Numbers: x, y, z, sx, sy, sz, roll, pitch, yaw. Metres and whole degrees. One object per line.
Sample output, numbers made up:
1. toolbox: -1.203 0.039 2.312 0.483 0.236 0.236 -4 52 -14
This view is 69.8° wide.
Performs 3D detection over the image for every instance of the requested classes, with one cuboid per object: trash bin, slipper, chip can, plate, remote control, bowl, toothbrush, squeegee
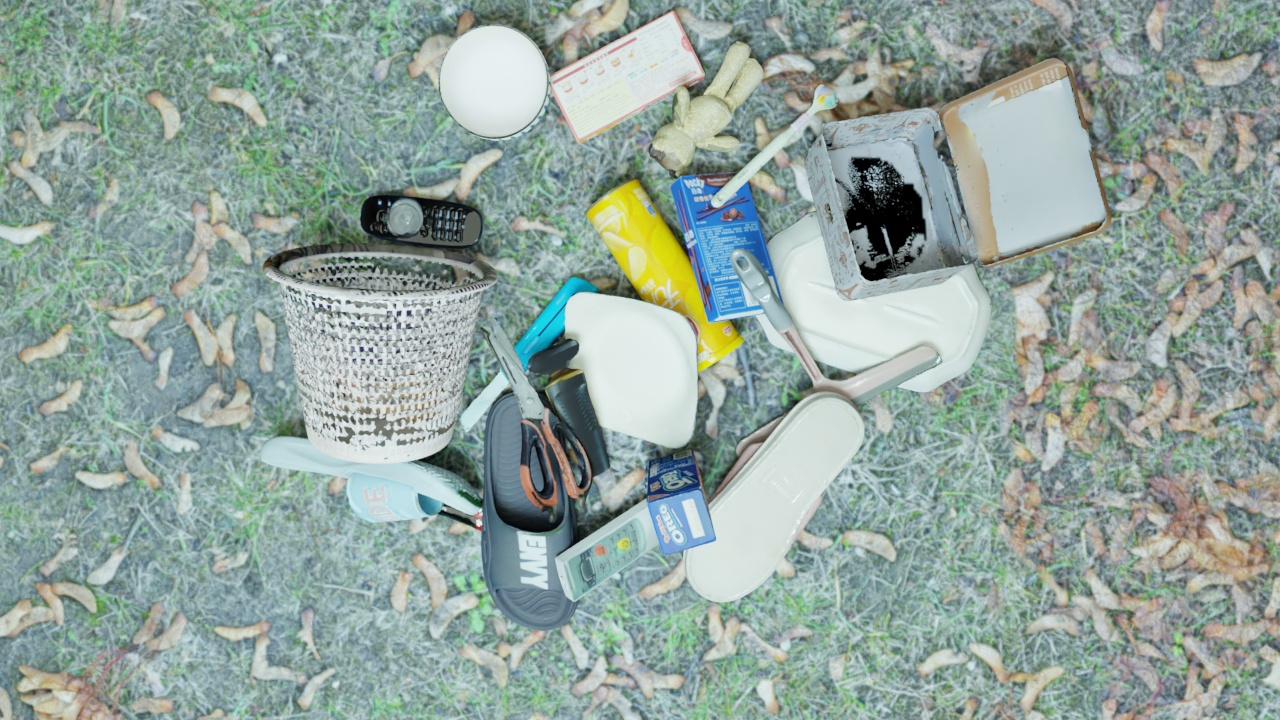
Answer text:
1. trash bin: -0.267 -0.007 0.949 0.227 0.227 0.192 6 107 1
2. slipper: -0.127 0.165 1.002 0.110 0.083 0.268 -5 87 -1
3. slipper: 0.143 0.149 1.014 0.114 0.054 0.275 32 101 -9
4. chip can: 0.026 -0.090 0.993 0.072 0.072 0.213 -33 92 4
5. plate: 0.256 -0.063 1.006 0.266 0.034 0.162 19 95 0
6. slipper: -0.294 0.135 0.989 0.245 0.104 0.074 11 77 6
7. remote control: -0.241 -0.153 1.016 0.136 0.024 0.053 8 95 2
8. bowl: -0.150 -0.292 0.979 0.116 0.066 0.116 0 97 4
9. plate: -0.006 0.006 0.989 0.164 0.034 0.164 15 119 27
10. remote control: -0.031 0.205 1.003 0.134 0.019 0.056 -28 120 -30
11. toothbrush: 0.141 -0.227 0.977 0.189 0.020 0.029 -44 92 -13
12. squeegee: 0.154 -0.031 0.959 0.248 0.040 0.249 -29 124 14

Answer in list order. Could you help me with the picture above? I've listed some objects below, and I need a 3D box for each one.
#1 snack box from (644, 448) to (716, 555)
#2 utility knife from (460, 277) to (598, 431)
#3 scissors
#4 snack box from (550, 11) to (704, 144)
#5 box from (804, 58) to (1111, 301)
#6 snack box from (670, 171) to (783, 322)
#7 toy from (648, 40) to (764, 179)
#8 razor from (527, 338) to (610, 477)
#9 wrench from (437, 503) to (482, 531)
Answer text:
1. snack box: 0.039 0.139 0.942 0.057 0.207 0.058 -16 94 2
2. utility knife: -0.127 -0.007 1.018 0.034 0.018 0.216 40 88 0
3. scissors: -0.116 0.064 0.944 0.015 0.205 0.196 -10 59 41
4. snack box: -0.016 -0.306 0.996 0.156 0.027 0.077 -27 94 4
5. box: 0.312 -0.175 0.931 0.274 0.125 0.178 -14 81 17
6. snack box: 0.092 -0.122 0.976 0.084 0.026 0.157 -11 81 -28
7. toy: 0.070 -0.269 0.983 0.157 0.066 0.105 -50 136 4
8. razor: -0.073 0.057 1.008 0.062 0.068 0.167 -28 112 -21
9. wrench: -0.198 0.177 1.048 0.273 0.016 0.056 23 90 -1
